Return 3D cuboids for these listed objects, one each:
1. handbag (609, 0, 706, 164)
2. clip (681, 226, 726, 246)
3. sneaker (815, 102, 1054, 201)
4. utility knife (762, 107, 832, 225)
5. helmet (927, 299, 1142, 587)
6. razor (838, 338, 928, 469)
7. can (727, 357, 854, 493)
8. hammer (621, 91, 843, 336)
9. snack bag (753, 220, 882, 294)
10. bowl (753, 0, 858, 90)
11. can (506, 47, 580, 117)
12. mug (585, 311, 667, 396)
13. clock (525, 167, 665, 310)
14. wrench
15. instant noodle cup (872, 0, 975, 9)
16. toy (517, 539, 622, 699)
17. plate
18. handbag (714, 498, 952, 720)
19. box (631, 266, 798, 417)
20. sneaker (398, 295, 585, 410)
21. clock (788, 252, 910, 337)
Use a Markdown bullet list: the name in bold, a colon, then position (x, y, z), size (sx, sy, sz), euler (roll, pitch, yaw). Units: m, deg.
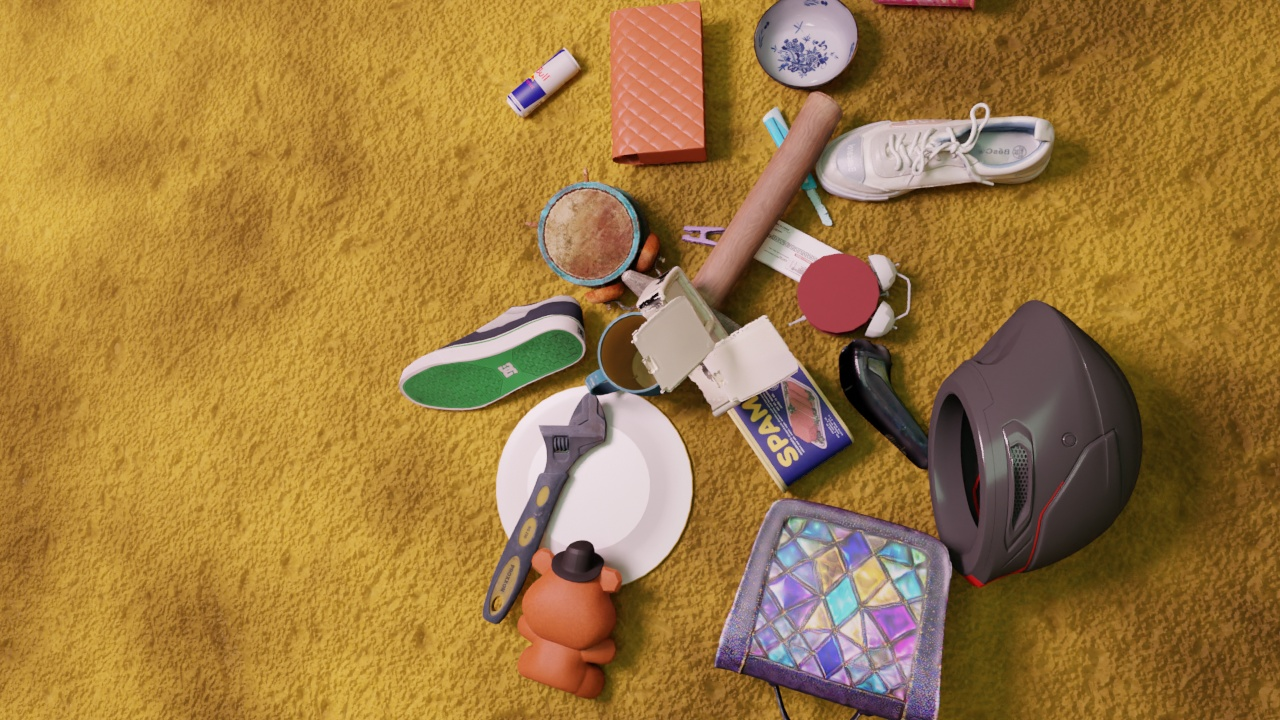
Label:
- **handbag**: position (0.019, -0.314, 1.056), size (0.109, 0.060, 0.172), euler (-2, 84, 7)
- **clip**: position (0.072, -0.141, 1.044), size (0.052, 0.013, 0.035), euler (6, 82, 16)
- **sneaker**: position (0.306, -0.223, 0.963), size (0.242, 0.090, 0.089), euler (-2, 82, 13)
- **utility knife**: position (0.180, -0.217, 1.030), size (0.022, 0.015, 0.151), euler (-28, 79, 6)
- **helmet**: position (0.376, 0.076, 0.864), size (0.170, 0.164, 0.264), euler (-3, 90, -3)
- **razor**: position (0.262, 0.043, 0.958), size (0.067, 0.054, 0.151), euler (-35, 81, -12)
- **can**: position (0.157, 0.067, 0.971), size (0.092, 0.056, 0.116), euler (-35, 76, 4)
- **hammer**: position (0.118, -0.157, 0.988), size (0.158, 0.037, 0.301), euler (33, 92, -7)
- **snack bag**: position (0.190, -0.105, 1.010), size (0.158, 0.013, 0.057), euler (30, 92, 14)
- **bowl**: position (0.187, -0.350, 1.032), size (0.114, 0.045, 0.114), euler (-2, 81, 12)
- **can**: position (-0.117, -0.334, 1.105), size (0.095, 0.032, 0.032), euler (-39, 75, 4)
- **mug**: position (-0.006, 0.006, 0.992), size (0.112, 0.104, 0.084), euler (-29, 76, 9)
- **clock**: position (-0.041, -0.128, 1.038), size (0.121, 0.073, 0.157), euler (-41, 91, 9)
- **wrench**: position (-0.109, 0.160, 1.010), size (0.073, 0.022, 0.273), euler (22, 86, 8)
- **instant noodle cup**: position (0.309, -0.429, 0.997), size (0.109, 0.097, 0.097), euler (3, 82, 21)
- **toy**: position (-0.076, 0.275, 0.972), size (0.112, 0.096, 0.176), euler (16, 115, 14)
- **plate**: position (-0.056, 0.140, 1.025), size (0.230, 0.021, 0.229), euler (-2, 81, 12)
- **handbag**: position (0.191, 0.259, 0.898), size (0.205, 0.125, 0.222), euler (13, 82, 14)
- **box**: position (0.076, -0.020, 0.868), size (0.107, 0.192, 0.143), euler (-32, 103, 24)
- **sneaker**: position (-0.169, -0.011, 1.054), size (0.236, 0.084, 0.078), euler (-19, 42, 17)
- **clock**: position (0.220, -0.068, 0.969), size (0.125, 0.044, 0.087), euler (2, 87, 14)
